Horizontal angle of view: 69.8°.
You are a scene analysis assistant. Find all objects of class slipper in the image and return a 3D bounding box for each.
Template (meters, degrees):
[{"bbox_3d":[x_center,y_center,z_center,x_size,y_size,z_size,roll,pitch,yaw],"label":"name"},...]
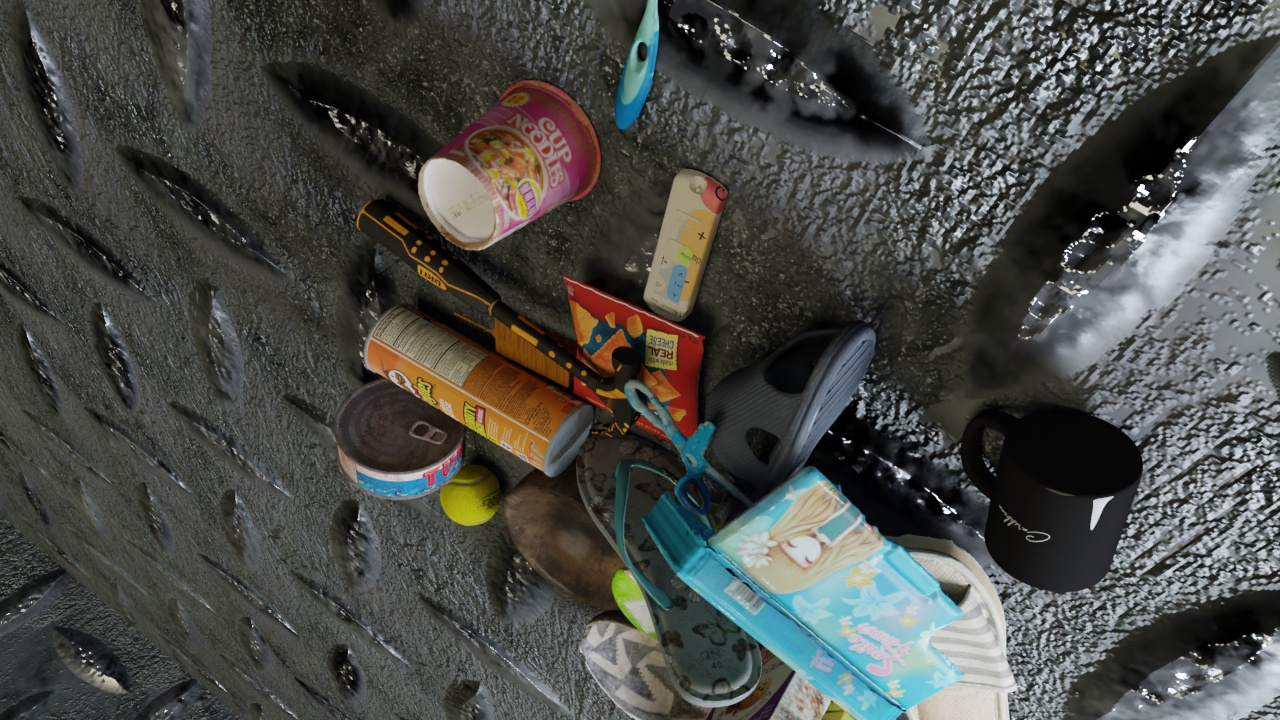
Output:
[{"bbox_3d":[0.245,0.249,0.749,0.115,0.053,0.273,-9,124,25],"label":"slipper"},{"bbox_3d":[0.092,0.045,0.680,0.082,0.101,0.264,39,146,16],"label":"slipper"},{"bbox_3d":[0.027,0.147,0.749,0.055,0.098,0.268,99,150,-45],"label":"slipper"}]

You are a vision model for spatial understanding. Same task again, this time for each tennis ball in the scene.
[{"bbox_3d":[-0.185,0.146,1.001,0.065,0.065,0.065,22,135,23],"label":"tennis ball"}]

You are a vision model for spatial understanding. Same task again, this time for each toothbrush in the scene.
[{"bbox_3d":[0.003,-0.206,0.592,0.022,0.017,0.135,33,141,11],"label":"toothbrush"}]

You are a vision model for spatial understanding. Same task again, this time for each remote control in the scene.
[{"bbox_3d":[0.031,-0.082,0.672,0.038,0.018,0.126,30,136,15],"label":"remote control"}]

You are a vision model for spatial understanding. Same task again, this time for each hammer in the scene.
[{"bbox_3d":[-0.125,-0.044,0.786,0.321,0.036,0.123,35,147,19],"label":"hammer"}]

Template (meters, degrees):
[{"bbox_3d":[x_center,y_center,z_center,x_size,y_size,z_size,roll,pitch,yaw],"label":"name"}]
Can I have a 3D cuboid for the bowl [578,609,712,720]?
[{"bbox_3d":[0.031,0.309,0.955,0.178,0.081,0.179,21,135,23],"label":"bowl"}]

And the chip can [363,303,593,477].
[{"bbox_3d":[-0.154,0.025,0.863,0.215,0.075,0.075,28,137,18],"label":"chip can"}]

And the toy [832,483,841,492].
[{"bbox_3d":[0.141,0.160,0.749,0.113,0.070,0.177,6,148,8],"label":"toy"}]

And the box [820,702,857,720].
[{"bbox_3d":[0.223,0.452,0.930,0.221,0.082,0.125,50,138,-4],"label":"box"}]

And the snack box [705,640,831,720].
[{"bbox_3d":[0.123,0.291,0.816,0.040,0.147,0.144,43,140,2],"label":"snack box"}]

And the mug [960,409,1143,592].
[{"bbox_3d":[0.256,0.080,0.595,0.113,0.078,0.088,41,148,44],"label":"mug"}]

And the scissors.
[{"bbox_3d":[0.035,0.072,0.685,0.134,0.011,0.140,38,151,25],"label":"scissors"}]

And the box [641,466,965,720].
[{"bbox_3d":[0.119,0.176,0.644,0.227,0.085,0.170,42,146,-21],"label":"box"}]

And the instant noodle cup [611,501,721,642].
[{"bbox_3d":[0.044,0.187,0.821,0.099,0.107,0.099,22,135,23],"label":"instant noodle cup"}]

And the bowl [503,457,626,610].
[{"bbox_3d":[-0.050,0.163,0.904,0.162,0.070,0.162,22,135,23],"label":"bowl"}]

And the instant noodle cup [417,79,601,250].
[{"bbox_3d":[-0.098,-0.135,0.658,0.098,0.108,0.098,21,134,23],"label":"instant noodle cup"}]

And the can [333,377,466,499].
[{"bbox_3d":[-0.244,0.077,0.940,0.130,0.129,0.044,29,137,16],"label":"can"}]

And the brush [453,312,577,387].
[{"bbox_3d":[-0.112,-0.021,0.837,0.126,0.017,0.048,25,136,19],"label":"brush"}]

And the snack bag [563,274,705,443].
[{"bbox_3d":[-0.005,0.004,0.756,0.131,0.039,0.144,25,142,22],"label":"snack bag"}]
